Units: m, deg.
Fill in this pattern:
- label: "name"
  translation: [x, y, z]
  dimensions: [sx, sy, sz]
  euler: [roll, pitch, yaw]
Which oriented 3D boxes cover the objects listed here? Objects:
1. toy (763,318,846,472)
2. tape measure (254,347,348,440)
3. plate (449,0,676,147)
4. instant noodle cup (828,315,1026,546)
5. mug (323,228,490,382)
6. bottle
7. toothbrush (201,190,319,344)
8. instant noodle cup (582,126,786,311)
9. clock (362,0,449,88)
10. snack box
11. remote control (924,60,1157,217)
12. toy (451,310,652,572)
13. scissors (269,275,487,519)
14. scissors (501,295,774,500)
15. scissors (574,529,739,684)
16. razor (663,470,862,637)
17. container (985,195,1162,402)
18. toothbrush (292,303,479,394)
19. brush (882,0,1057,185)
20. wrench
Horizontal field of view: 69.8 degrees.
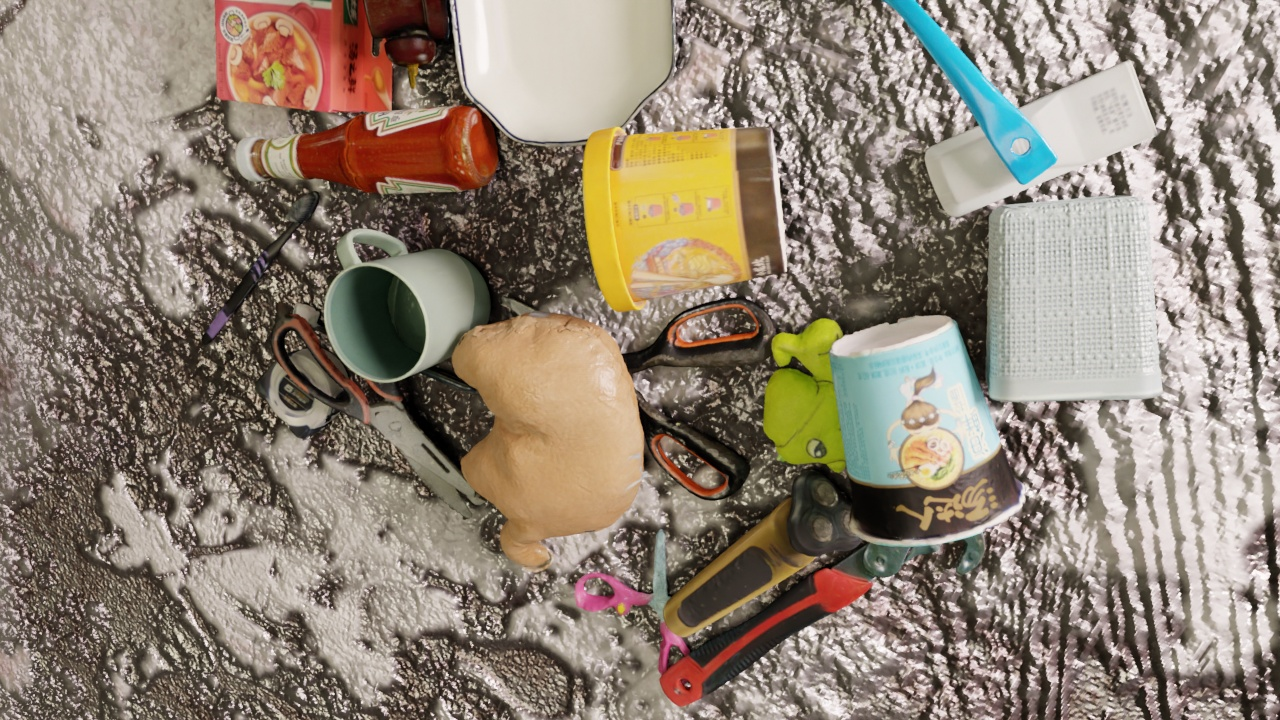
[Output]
- label: "toy"
  translation: [0.120, 0.026, 0.633]
  dimensions: [0.096, 0.031, 0.100]
  euler: [39, 106, 2]
- label: "tape measure"
  translation: [-0.276, 0.023, 0.761]
  dimensions: [0.066, 0.033, 0.066]
  euler: [-39, 91, 21]
- label: "plate"
  translation: [-0.052, -0.279, 0.612]
  dimensions: [0.162, 0.034, 0.266]
  euler: [0, 104, 19]
- label: "instant noodle cup"
  translation: [0.170, 0.039, 0.574]
  dimensions: [0.111, 0.111, 0.120]
  euler: [-14, 100, 21]
- label: "mug"
  translation: [-0.172, -0.048, 0.670]
  dimensions: [0.082, 0.106, 0.112]
  euler: [-34, 91, 23]
- label: "bottle"
  translation: [-0.208, -0.154, 0.683]
  dimensions: [0.206, 0.059, 0.060]
  euler: [2, 104, 18]
- label: "toothbrush"
  translation: [-0.321, -0.073, 0.763]
  dimensions: [0.014, 0.016, 0.189]
  euler: [48, 114, 2]
- label: "instant noodle cup"
  translation: [0.033, -0.096, 0.591]
  dimensions: [0.114, 0.118, 0.118]
  euler: [-6, 101, 11]
- label: "clock"
  translation: [-0.161, -0.248, 0.628]
  dimensions: [0.055, 0.082, 0.122]
  euler: [-9, 125, -12]
- label: "snack box"
  translation: [-0.250, -0.245, 0.680]
  dimensions: [0.127, 0.044, 0.113]
  euler: [10, 106, 15]
- label: "remote control"
  translation: [0.240, -0.132, 0.559]
  dimensions: [0.125, 0.024, 0.049]
  euler: [-22, 96, 21]
- label: "toy"
  translation: [-0.063, 0.073, 0.670]
  dimensions: [0.143, 0.082, 0.226]
  euler: [9, 115, 19]
- label: "scissors"
  translation: [-0.195, 0.029, 0.724]
  dimensions: [0.205, 0.015, 0.199]
  euler: [10, 100, 3]
- label: "scissors"
  translation: [-0.002, 0.019, 0.676]
  dimensions: [0.221, 0.021, 0.227]
  euler: [-29, 94, 22]
- label: "scissors"
  translation: [0.013, 0.196, 0.720]
  dimensions: [0.133, 0.017, 0.134]
  euler: [-4, 98, 15]
- label: "razor"
  translation: [0.081, 0.147, 0.658]
  dimensions: [0.168, 0.067, 0.062]
  euler: [-42, 87, 24]
- label: "container"
  translation: [0.252, -0.039, 0.545]
  dimensions: [0.090, 0.089, 0.111]
  euler: [-3, 99, 19]
- label: "toothbrush"
  translation: [-0.207, -0.008, 0.741]
  dimensions: [0.181, 0.015, 0.018]
  euler: [22, 100, 13]
- label: "brush"
  translation: [0.158, -0.210, 0.549]
  dimensions: [0.083, 0.045, 0.254]
  euler: [-39, 83, 19]
- label: "wrench"
  translation: [0.123, 0.183, 0.674]
  dimensions: [0.274, 0.016, 0.056]
  euler: [-35, 89, 19]
